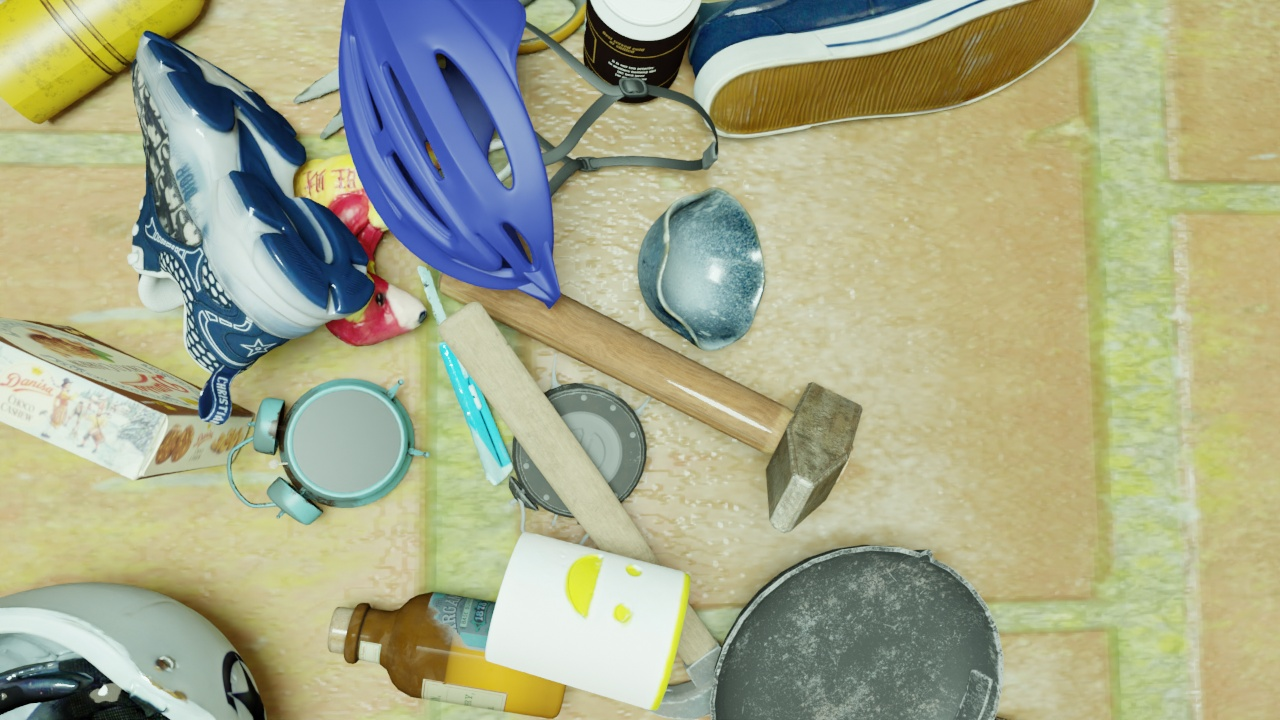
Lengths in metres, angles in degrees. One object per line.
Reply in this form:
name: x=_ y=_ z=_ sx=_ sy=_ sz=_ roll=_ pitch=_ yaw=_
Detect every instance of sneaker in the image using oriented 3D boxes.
sneaker: x=-0.279 y=-0.092 z=0.580 sx=0.132 sy=0.103 sz=0.269 roll=-43 pitch=63 yaw=14
sneaker: x=0.172 y=-0.253 z=0.655 sx=0.294 sy=0.121 sz=0.127 roll=-11 pitch=64 yaw=-3

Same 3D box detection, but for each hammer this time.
hammer: x=-0.004 y=0.004 z=0.609 sx=0.301 sy=0.157 sz=0.037 roll=27 pitch=113 yaw=10
hammer: x=-0.022 y=0.104 z=0.599 sx=0.119 sy=0.031 sz=0.331 roll=-35 pitch=106 yaw=-3

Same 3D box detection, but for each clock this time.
clock: x=-0.044 y=0.066 z=0.631 sx=0.091 sy=0.044 sz=0.123 roll=20 pitch=90 yaw=-7
clock: x=-0.210 y=0.059 z=0.612 sx=0.124 sy=0.053 sz=0.090 roll=-20 pitch=89 yaw=-17

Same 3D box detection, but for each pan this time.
pan: x=0.211 y=0.244 z=0.634 sx=0.356 sy=0.040 sz=0.208 roll=23 pitch=96 yaw=-13

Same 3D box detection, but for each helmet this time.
helmet: x=-0.323 y=0.258 z=0.538 sx=0.236 sy=0.163 sz=0.264 roll=-14 pitch=93 yaw=-2
helmet: x=-0.071 y=-0.157 z=0.585 sx=0.227 sy=0.148 sz=0.241 roll=-18 pitch=86 yaw=-17

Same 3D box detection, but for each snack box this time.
snack box: x=-0.333 y=0.021 z=0.562 sx=0.147 sy=0.143 sz=0.041 roll=25 pitch=86 yaw=-2

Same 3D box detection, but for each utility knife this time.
utility knife: x=-0.124 y=0.011 z=0.627 sx=0.022 sy=0.015 sz=0.158 roll=-32 pitch=106 yaw=-45

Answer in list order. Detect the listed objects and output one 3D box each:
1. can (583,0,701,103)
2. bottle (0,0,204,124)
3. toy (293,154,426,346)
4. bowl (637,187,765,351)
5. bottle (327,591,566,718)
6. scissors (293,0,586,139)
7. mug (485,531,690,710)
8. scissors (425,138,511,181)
can: x=-0.001 y=-0.226 z=0.614 sx=0.072 sy=0.128 sz=0.072 roll=0 pitch=86 yaw=-5
bottle: x=-0.361 y=-0.236 z=0.616 sx=0.163 sy=0.071 sz=0.071 roll=-37 pitch=89 yaw=-6
toy: x=-0.205 y=-0.074 z=0.622 sx=0.106 sy=0.067 sz=0.137 roll=-20 pitch=82 yaw=9
bowl: x=0.034 y=-0.062 z=0.633 sx=0.110 sy=0.055 sz=0.110 roll=-2 pitch=93 yaw=-45
bottle: x=-0.125 y=0.189 z=0.605 sx=0.157 sy=0.068 sz=0.068 roll=10 pitch=85 yaw=-4
scissors: x=-0.140 y=-0.231 z=0.660 sx=0.166 sy=0.016 sz=0.225 roll=37 pitch=84 yaw=-1
mug: x=-0.031 y=0.156 z=0.554 sx=0.106 sy=0.082 sz=0.082 roll=14 pitch=85 yaw=2
scissors: x=-0.145 y=-0.135 z=0.656 sx=0.133 sy=0.012 sz=0.084 roll=-40 pitch=92 yaw=-2
